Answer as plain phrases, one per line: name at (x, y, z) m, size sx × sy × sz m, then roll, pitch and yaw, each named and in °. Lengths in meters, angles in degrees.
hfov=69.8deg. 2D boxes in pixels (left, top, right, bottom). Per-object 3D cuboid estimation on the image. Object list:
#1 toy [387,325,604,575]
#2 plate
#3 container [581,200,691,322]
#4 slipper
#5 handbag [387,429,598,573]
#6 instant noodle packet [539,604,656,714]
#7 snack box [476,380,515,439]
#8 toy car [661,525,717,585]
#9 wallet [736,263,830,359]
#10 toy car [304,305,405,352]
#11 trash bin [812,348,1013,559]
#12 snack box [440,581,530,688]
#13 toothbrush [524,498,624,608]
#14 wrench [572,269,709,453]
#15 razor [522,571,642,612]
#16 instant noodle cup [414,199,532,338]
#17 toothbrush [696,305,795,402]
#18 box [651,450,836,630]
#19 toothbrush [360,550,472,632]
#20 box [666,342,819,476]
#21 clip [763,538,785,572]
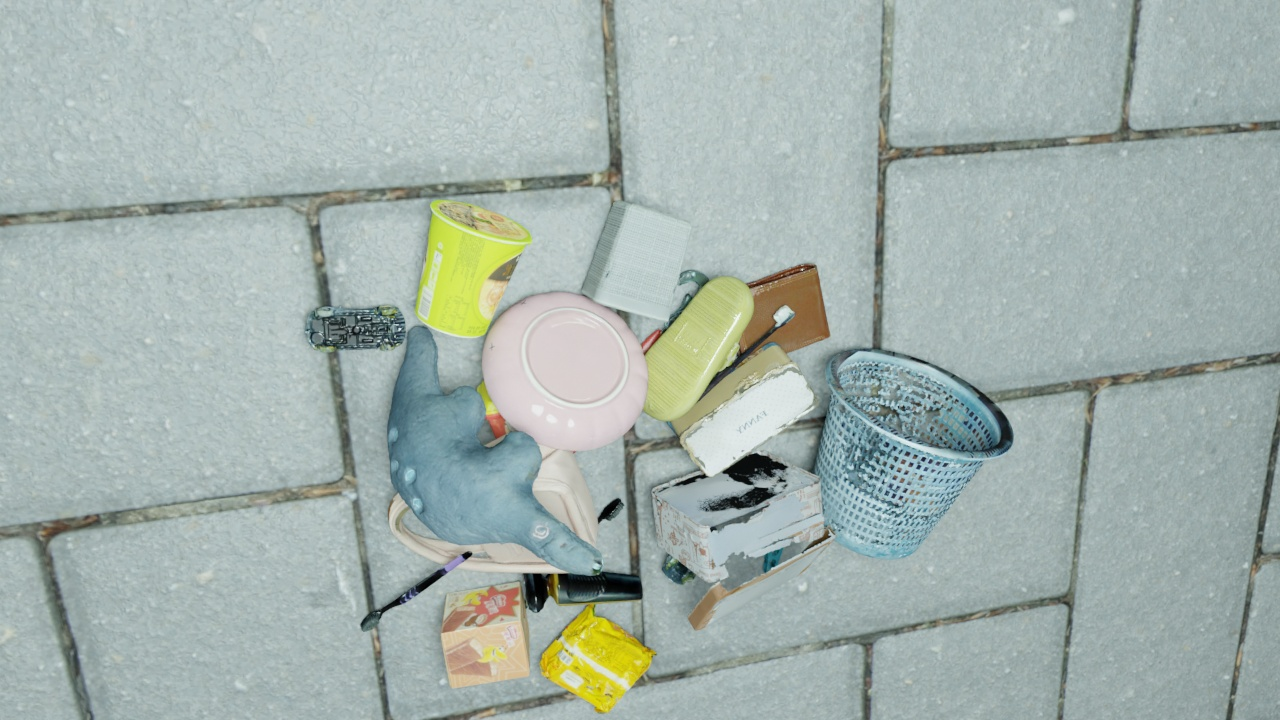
toy at (-0.179, 0.108, 0.938) m, size 0.137 × 0.356 × 0.091 m, roll -39°, pitch 153°, yaw -14°
plate at (-0.076, 0.003, 1.009) m, size 0.192 × 0.039 × 0.192 m, roll 9°, pitch 62°, yaw -18°
container at (-0.002, -0.114, 1.029) m, size 0.090 × 0.090 × 0.114 m, roll 14°, pitch 99°, yaw -18°
slipper at (0.074, -0.008, 1.067) m, size 0.081 × 0.091 × 0.191 m, roll 21°, pitch 109°, yaw -49°
handbag at (-0.174, 0.177, 1.054) m, size 0.234 × 0.093 × 0.193 m, roll -12°, pitch 137°, yaw 4°
instant noodle packet at (-0.057, 0.384, 1.185) m, size 0.110 × 0.044 × 0.128 m, roll -48°, pitch 115°, yaw -4°
snack box at (-0.134, 0.059, 1.052) m, size 0.091 × 0.082 × 0.080 m, roll -16°, pitch 119°, yaw -8°
toy car at (0.063, 0.244, 1.179) m, size 0.043 × 0.034 × 0.090 m, roll 38°, pitch 80°, yaw -15°
wallet at (0.168, -0.055, 1.121) m, size 0.124 × 0.032 × 0.101 m, roll -19°, pitch 113°, yaw -7°
toy car at (-0.311, -0.036, 1.003) m, size 0.105 × 0.031 × 0.049 m, roll -2°, pitch 106°, yaw -15°
trash bin at (0.303, 0.124, 1.119) m, size 0.226 × 0.226 × 0.195 m, roll 8°, pitch 119°, yaw -16°
snack box at (-0.185, 0.329, 1.105) m, size 0.094 × 0.092 × 0.077 m, roll -8°, pitch 107°, yaw -5°
toothbrush at (-0.086, 0.245, 1.154) m, size 0.189 × 0.014 × 0.016 m, roll -48°, pitch 136°, yaw 4°
wrench at (-0.006, 0.006, 1.100) m, size 0.056 × 0.016 × 0.273 m, roll 37°, pitch 94°, yaw -24°
razor at (-0.070, 0.285, 1.144) m, size 0.167 × 0.062 × 0.068 m, roll 8°, pitch 140°, yaw -29°
instant noodle cup at (-0.187, -0.094, 0.985) m, size 0.111 × 0.111 × 0.124 m, roll 15°, pitch 110°, yaw -18°
toothbrush at (0.114, -0.001, 1.096) m, size 0.181 × 0.015 × 0.018 m, roll -43°, pitch 112°, yaw -1°
box at (0.131, 0.232, 1.115) m, size 0.182 × 0.153 × 0.178 m, roll -16°, pitch 112°, yaw -25°
toothbrush at (-0.267, 0.274, 1.084) m, size 0.189 × 0.016 × 0.014 m, roll -36°, pitch 115°, yaw 19°
box at (0.118, 0.064, 1.114) m, size 0.184 × 0.061 × 0.090 m, roll -32°, pitch 122°, yaw 4°
clip at (0.177, 0.258, 1.223) m, size 0.040 × 0.014 × 0.056 m, roll 4°, pitch 106°, yaw -15°
